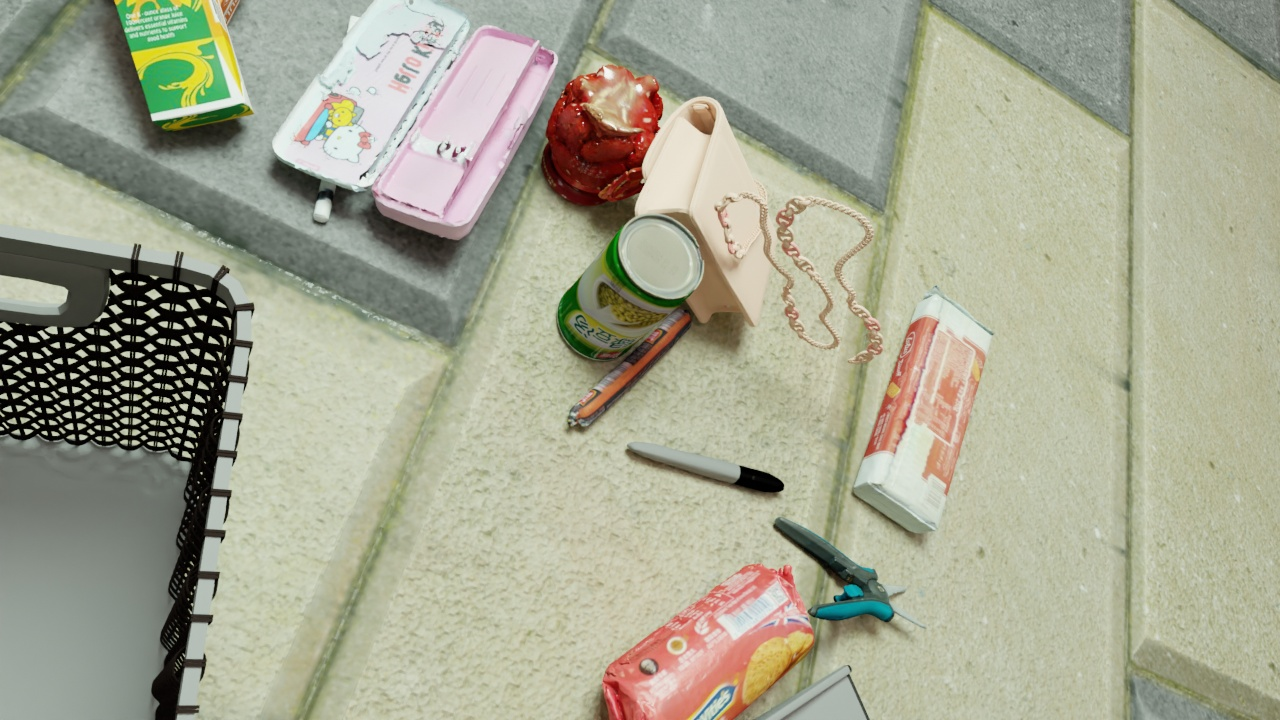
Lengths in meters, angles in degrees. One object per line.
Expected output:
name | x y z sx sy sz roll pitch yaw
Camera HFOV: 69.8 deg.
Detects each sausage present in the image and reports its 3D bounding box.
sausage | -0.004 0.004 0.713 0.020 0.020 0.154 47 57 -2

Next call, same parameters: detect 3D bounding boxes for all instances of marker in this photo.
marker | 0.054 0.082 0.708 0.138 0.022 0.016 17 77 -21

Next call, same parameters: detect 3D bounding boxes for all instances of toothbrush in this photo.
toothbrush | -0.224 -0.184 0.686 0.017 0.012 0.186 7 66 -10

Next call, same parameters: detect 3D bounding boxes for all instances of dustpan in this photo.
dustpan | 0.091 0.335 0.615 0.257 0.033 0.163 -17 78 -31

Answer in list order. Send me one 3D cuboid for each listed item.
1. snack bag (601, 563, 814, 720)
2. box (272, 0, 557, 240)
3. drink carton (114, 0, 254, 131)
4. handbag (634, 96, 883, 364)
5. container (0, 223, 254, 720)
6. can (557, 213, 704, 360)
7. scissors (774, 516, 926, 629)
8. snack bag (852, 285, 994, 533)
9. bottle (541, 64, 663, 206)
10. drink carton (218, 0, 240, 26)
snack bag | 0.045 0.204 0.624 0.176 0.083 0.082 -27 83 -33
box | -0.161 -0.190 0.689 0.153 0.041 0.200 20 58 1
drink carton | -0.307 -0.221 0.608 0.058 0.041 0.122 -16 99 -13
handbag | 0.112 -0.101 0.702 0.199 0.187 0.116 54 51 -49
container | -0.314 0.100 0.382 0.247 0.244 0.245 9 66 -24
can | -0.011 -0.050 0.671 0.067 0.121 0.067 10 66 -23
scissors | 0.158 0.169 0.718 0.148 0.019 0.118 6 40 -47
snack bag | 0.255 0.041 0.818 0.077 0.041 0.224 35 57 -11
bottle | -0.024 -0.171 0.721 0.099 0.111 0.098 10 64 -22
drink carton | -0.336 -0.284 0.640 0.122 0.040 0.058 27 86 -15
